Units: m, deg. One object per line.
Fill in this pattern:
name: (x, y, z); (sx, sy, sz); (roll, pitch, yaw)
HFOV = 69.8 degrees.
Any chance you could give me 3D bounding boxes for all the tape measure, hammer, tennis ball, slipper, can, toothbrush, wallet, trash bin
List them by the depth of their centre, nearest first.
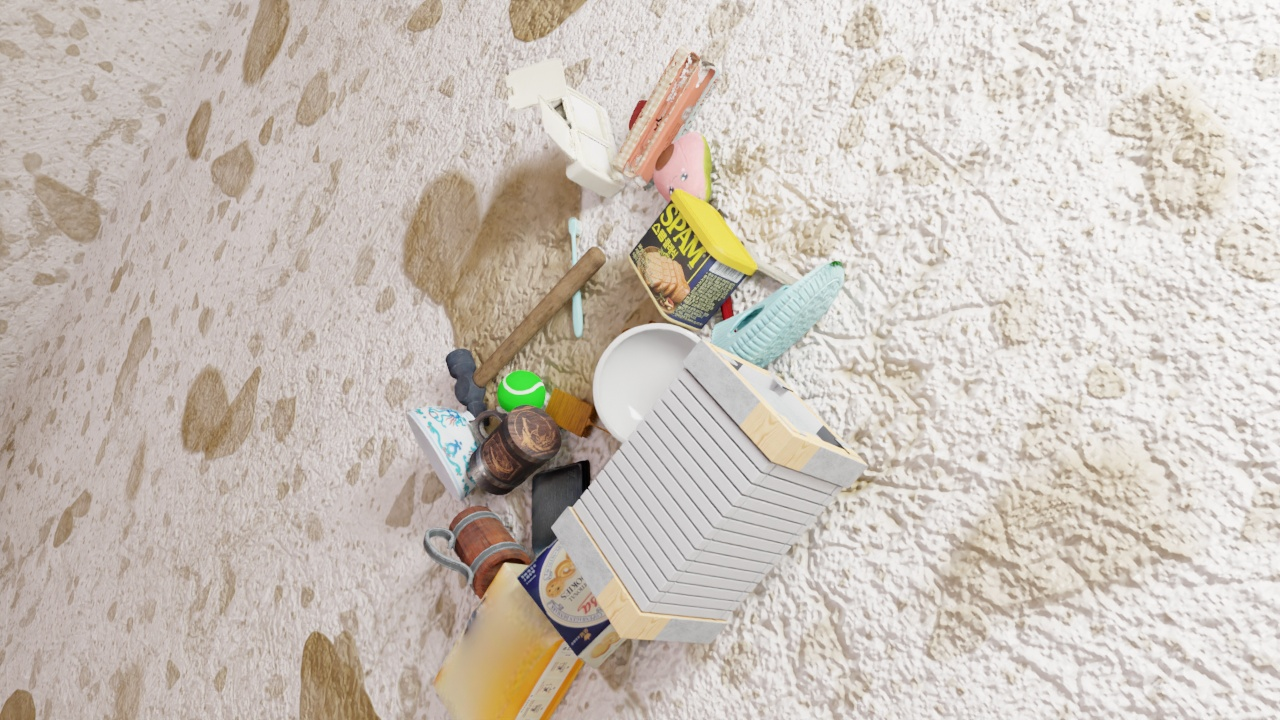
trash bin: (0.064, 0.133, 0.896); (0.247, 0.142, 0.142); (-52, 49, 14)
slipper: (0.105, -0.012, 0.979); (0.069, 0.115, 0.277); (46, 105, 15)
can: (0.057, -0.117, 1.079); (0.105, 0.075, 0.135); (-51, 44, 24)
wallet: (-0.101, 0.187, 1.165); (0.089, 0.026, 0.114); (-20, 62, 34)
tennis ball: (-0.161, 0.046, 1.242); (0.066, 0.065, 0.065); (-16, 65, 38)
tape measure: (0.010, -0.328, 1.251); (0.059, 0.019, 0.051); (23, 91, 44)
toothbrush: (-0.088, -0.116, 1.269); (0.016, 0.016, 0.180); (-18, 65, 35)
hammer: (-0.157, -0.043, 1.281); (0.323, 0.040, 0.129); (-43, 55, 26)

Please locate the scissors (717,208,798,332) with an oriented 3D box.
scissors: (0.120, -0.097, 1.074); (0.180, 0.015, 0.198); (-5, 71, 42)

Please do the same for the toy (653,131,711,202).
toy: (0.058, -0.231, 1.151); (0.090, 0.051, 0.109); (-38, 53, 28)

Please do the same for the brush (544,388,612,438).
brush: (-0.076, 0.075, 1.188); (0.126, 0.017, 0.048); (22, 90, 44)

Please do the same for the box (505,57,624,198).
box: (-0.085, -0.313, 1.219); (0.081, 0.180, 0.143); (-29, 64, 31)

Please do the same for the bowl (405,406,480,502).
bowl: (-0.258, 0.117, 1.283); (0.074, 0.144, 0.144); (-31, 44, -20)

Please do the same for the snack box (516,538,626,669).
snack box: (-0.047, 0.248, 1.048); (0.144, 0.042, 0.145); (-43, 46, -9)

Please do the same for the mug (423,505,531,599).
mug: (-0.214, 0.248, 1.187); (0.111, 0.117, 0.082); (43, 123, 46)

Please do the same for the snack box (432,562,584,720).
snack box: (-0.163, 0.368, 1.118); (0.145, 0.080, 0.195); (39, 102, 43)

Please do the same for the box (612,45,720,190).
box: (0.033, -0.317, 1.206); (0.067, 0.056, 0.187); (33, 101, 11)

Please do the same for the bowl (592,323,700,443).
bowl: (0.021, 0.033, 1.067); (0.149, 0.043, 0.149); (0, 89, 5)

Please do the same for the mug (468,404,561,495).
mug: (-0.175, 0.104, 1.206); (0.107, 0.079, 0.115); (-42, 71, 37)

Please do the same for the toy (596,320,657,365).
toy: (-0.007, 0.006, 1.123); (0.087, 0.067, 0.112); (29, 78, 26)
